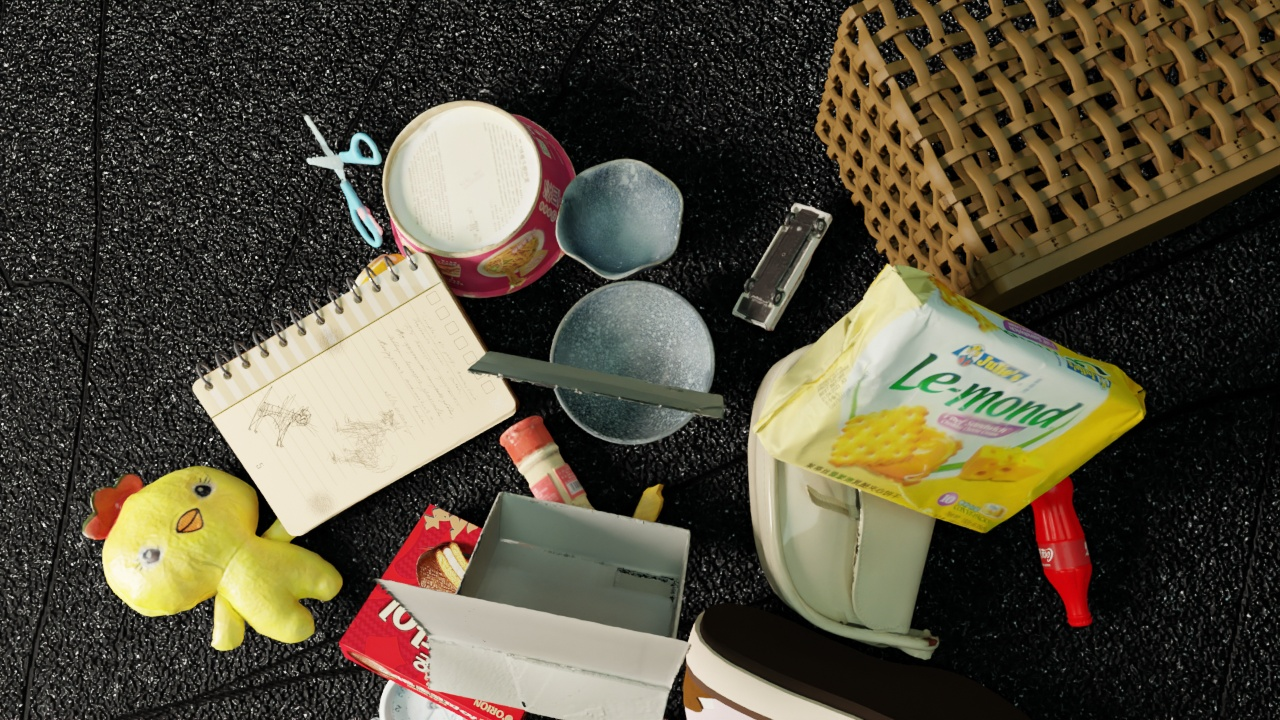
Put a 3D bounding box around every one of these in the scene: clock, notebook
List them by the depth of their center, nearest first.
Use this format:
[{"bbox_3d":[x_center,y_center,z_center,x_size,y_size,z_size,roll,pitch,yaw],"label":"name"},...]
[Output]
[{"bbox_3d":[-0.178,0.298,0.758,0.083,0.057,0.117,24,78,8],"label":"clock"},{"bbox_3d":[-0.239,0.026,0.767,0.225,0.024,0.167,-30,99,0],"label":"notebook"}]

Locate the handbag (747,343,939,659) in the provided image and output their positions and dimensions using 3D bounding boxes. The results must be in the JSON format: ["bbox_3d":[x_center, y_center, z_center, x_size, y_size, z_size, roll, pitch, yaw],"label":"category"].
[{"bbox_3d":[0.172,0.106,0.720,0.184,0.132,0.229,14,86,1],"label":"handbag"}]

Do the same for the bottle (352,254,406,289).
[{"bbox_3d":[-0.197,-0.043,0.806,0.109,0.063,0.063,39,87,-3],"label":"bottle"}]

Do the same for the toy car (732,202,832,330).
[{"bbox_3d":[0.124,-0.078,0.790,0.039,0.039,0.113,28,84,35],"label":"toy car"}]

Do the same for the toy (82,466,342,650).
[{"bbox_3d":[-0.361,0.167,0.781,0.207,0.092,0.133,24,52,2],"label":"toy"}]

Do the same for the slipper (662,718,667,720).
[{"bbox_3d":[-0.046,0.351,0.721,0.197,0.081,0.093,-21,85,11],"label":"slipper"}]

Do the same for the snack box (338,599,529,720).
[{"bbox_3d":[-0.139,0.210,0.747,0.152,0.036,0.132,23,55,8],"label":"snack box"}]

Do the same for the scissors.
[{"bbox_3d":[-0.260,-0.171,0.818,0.015,0.130,0.135,-37,92,-38],"label":"scissors"}]

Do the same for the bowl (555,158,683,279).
[{"bbox_3d":[-0.015,-0.115,0.797,0.110,0.055,0.110,-2,74,6],"label":"bowl"}]

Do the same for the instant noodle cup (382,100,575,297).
[{"bbox_3d":[-0.148,-0.150,0.807,0.179,0.077,0.178,-1,82,6],"label":"instant noodle cup"}]

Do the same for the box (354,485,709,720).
[{"bbox_3d":[-0.052,0.148,0.594,0.167,0.331,0.164,10,70,3],"label":"box"}]

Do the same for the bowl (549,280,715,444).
[{"bbox_3d":[-0.005,0.005,0.781,0.137,0.057,0.137,-1,82,6],"label":"bowl"}]

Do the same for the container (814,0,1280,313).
[{"bbox_3d":[0.302,-0.175,0.691,0.251,0.219,0.214,-25,80,2],"label":"container"}]

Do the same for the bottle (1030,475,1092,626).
[{"bbox_3d":[0.339,0.152,0.736,0.036,0.036,0.119,-11,82,4],"label":"bottle"}]

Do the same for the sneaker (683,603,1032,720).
[{"bbox_3d":[0.168,0.298,0.711,0.294,0.111,0.116,17,106,6],"label":"sneaker"}]

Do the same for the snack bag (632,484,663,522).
[{"bbox_3d":[-0.003,0.150,0.777,0.020,0.026,0.099,22,86,8],"label":"snack bag"}]

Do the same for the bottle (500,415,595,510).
[{"bbox_3d":[-0.077,0.101,0.783,0.044,0.044,0.109,-33,81,1],"label":"bottle"}]

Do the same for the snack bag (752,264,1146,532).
[{"bbox_3d":[0.213,0.031,0.633,0.247,0.068,0.160,21,127,-24],"label":"snack bag"}]
